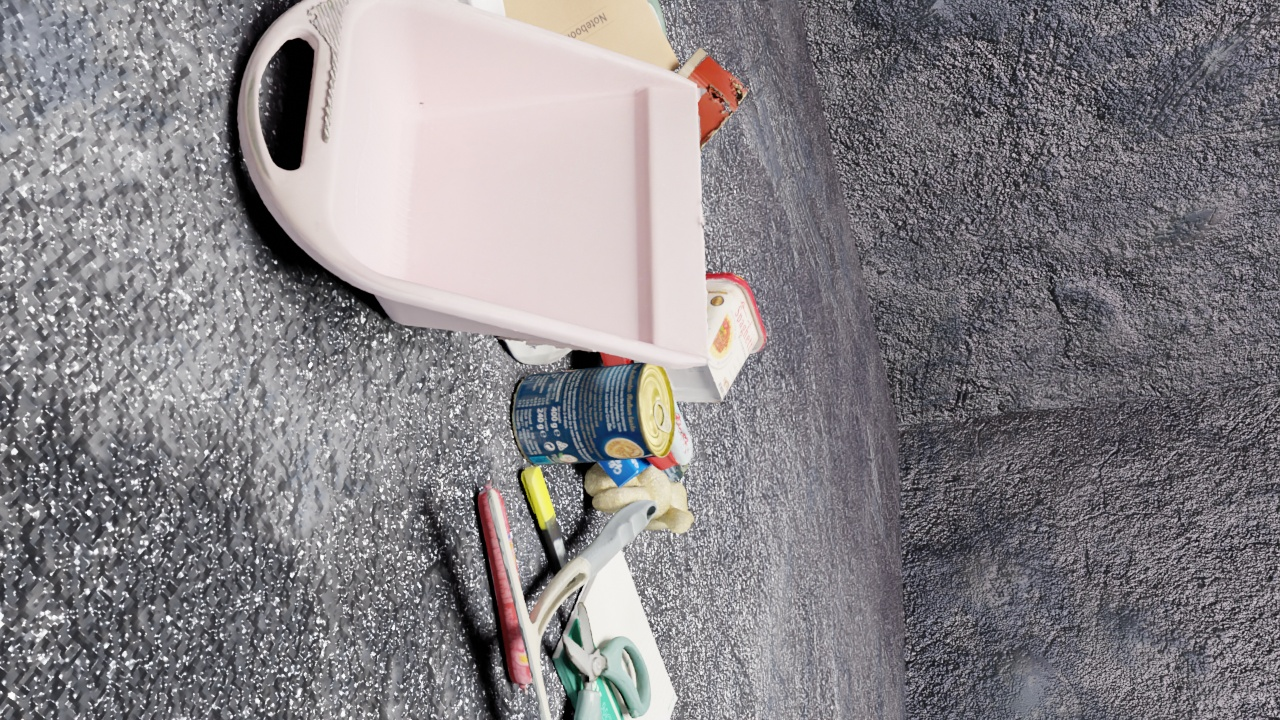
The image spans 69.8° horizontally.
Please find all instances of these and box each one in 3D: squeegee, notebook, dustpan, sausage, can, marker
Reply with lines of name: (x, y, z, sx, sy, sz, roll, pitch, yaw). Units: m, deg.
squeegee: (-0.044, 0.164, 0.706, 0.245, 0.039, 0.246, -41, 123, -62)
notebook: (-0.018, 0.285, 0.817, 0.150, 0.012, 0.209, -62, 139, -56)
dustpan: (-0.079, -0.117, 0.549, 0.139, 0.273, 0.222, 97, -10, -69)
sausage: (-0.095, 0.161, 0.652, 0.020, 0.020, 0.156, -17, 98, -69)
notebook: (-0.063, -0.310, 0.771, 0.147, 0.008, 0.208, -41, 112, -27)
can: (-0.037, 0.043, 0.722, 0.075, 0.111, 0.075, -6, 90, -69)
marker: (-0.072, 0.139, 0.731, 0.018, 0.015, 0.124, -58, 138, -59)

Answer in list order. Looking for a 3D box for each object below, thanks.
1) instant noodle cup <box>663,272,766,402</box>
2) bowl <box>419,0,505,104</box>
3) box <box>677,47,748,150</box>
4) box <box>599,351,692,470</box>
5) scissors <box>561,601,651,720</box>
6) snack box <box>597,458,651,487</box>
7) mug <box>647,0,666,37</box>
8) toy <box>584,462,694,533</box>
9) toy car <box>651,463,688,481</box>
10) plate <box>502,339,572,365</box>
instant noodle cup: (0.068, -0.022, 1.038, 0.124, 0.117, 0.116, -64, 142, -38)
bowl: (-0.134, -0.244, 0.644, 0.118, 0.065, 0.118, -9, 90, -70)
box: (0.031, -0.210, 0.899, 0.079, 0.169, 0.091, 40, 32, -8)
box: (-0.001, 0.003, 0.831, 0.087, 0.048, 0.201, 52, 14, -51)
scissors: (-0.025, 0.271, 0.762, 0.177, 0.019, 0.174, -15, 96, -66)
snack box: (-0.011, 0.059, 0.850, 0.084, 0.026, 0.157, 51, 20, 6)
mug: (-0.038, -0.299, 0.860, 0.111, 0.106, 0.082, -74, 149, -47)
toy: (-0.001, 0.130, 0.866, 0.105, 0.066, 0.157, 44, 8, 29)
toy car: (0.024, 0.075, 0.977, 0.120, 0.037, 0.054, -91, 160, -47)
plate: (-0.081, -0.100, 0.756, 0.204, 0.046, 0.205, -9, 90, -69)
